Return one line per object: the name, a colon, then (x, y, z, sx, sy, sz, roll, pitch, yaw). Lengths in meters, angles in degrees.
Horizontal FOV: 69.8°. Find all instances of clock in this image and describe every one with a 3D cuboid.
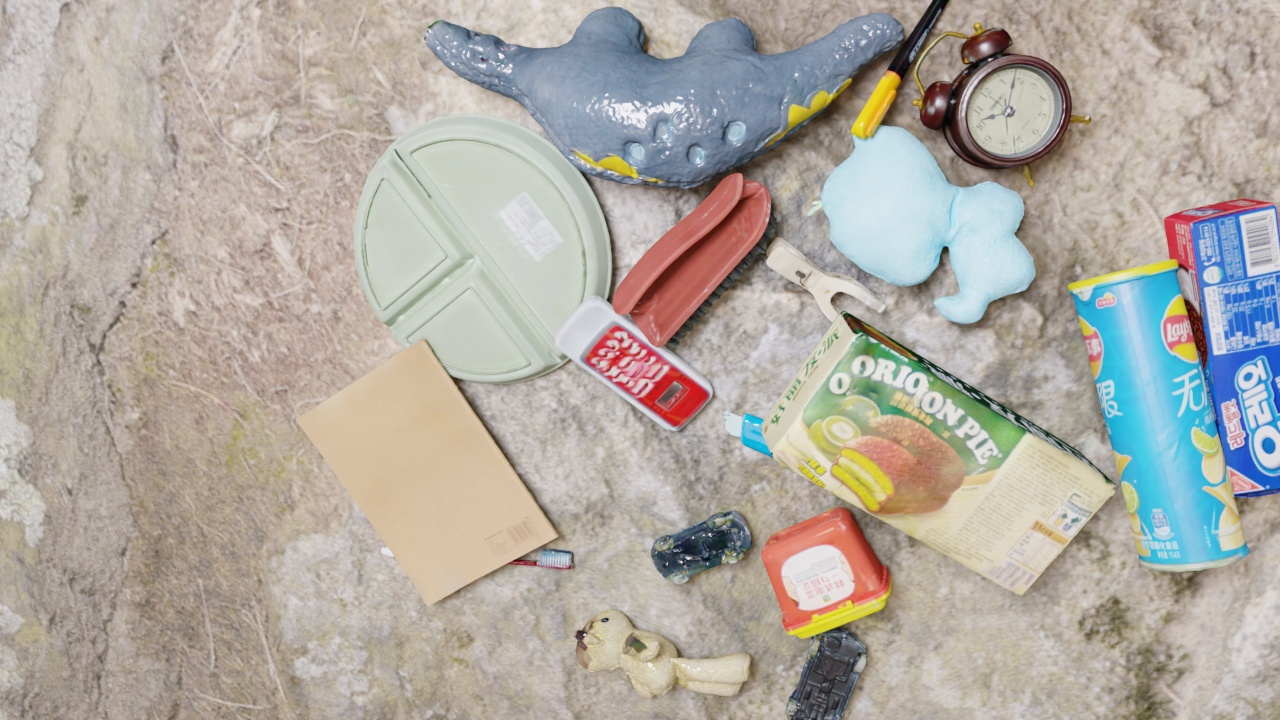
clock: (0.250, -0.184, 0.652, 0.122, 0.055, 0.082, 38, 108, -2)

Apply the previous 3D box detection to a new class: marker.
marker: (0.191, -0.215, 0.663, 0.015, 0.018, 0.124, 32, 92, 29)

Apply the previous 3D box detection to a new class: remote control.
remote control: (-0.004, 0.004, 0.750, 0.136, 0.020, 0.056, 38, 109, -18)

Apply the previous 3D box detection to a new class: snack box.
snack box: (0.428, -0.007, 0.657, 0.057, 0.058, 0.207, -12, 100, 14)
snack box: (0.220, 0.072, 0.688, 0.240, 0.063, 0.115, 29, 107, -12)
snack box: (0.149, 0.171, 0.749, 0.091, 0.082, 0.080, -26, 87, 15)

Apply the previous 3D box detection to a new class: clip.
clip: (0.141, -0.059, 0.716, 0.100, 0.070, 0.035, 32, 109, -5)

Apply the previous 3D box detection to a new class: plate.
plate: (-0.137, -0.085, 0.759, 0.230, 0.027, 0.230, 5, 111, 13)

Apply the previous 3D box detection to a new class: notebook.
notebook: (-0.189, 0.104, 0.814, 0.150, 0.012, 0.211, -30, 99, 17)

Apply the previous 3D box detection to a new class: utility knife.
utility knife: (0.142, 0.078, 0.759, 0.161, 0.018, 0.034, 22, 103, 8)

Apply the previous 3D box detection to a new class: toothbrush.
toothbrush: (-0.152, 0.178, 0.846, 0.188, 0.016, 0.017, 2, 96, 11)

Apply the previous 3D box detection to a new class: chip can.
chip can: (0.367, 0.038, 0.652, 0.071, 0.071, 0.210, -14, 88, 14)

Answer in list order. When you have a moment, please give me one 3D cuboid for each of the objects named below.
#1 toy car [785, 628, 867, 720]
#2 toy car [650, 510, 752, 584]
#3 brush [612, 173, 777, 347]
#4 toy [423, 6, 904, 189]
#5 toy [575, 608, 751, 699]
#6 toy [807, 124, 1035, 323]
toy car: (0.161, 0.277, 0.796, 0.049, 0.031, 0.106, 18, 108, 6)
toy car: (0.052, 0.158, 0.789, 0.091, 0.034, 0.043, -28, 99, 19)
brush: (0.043, -0.081, 0.707, 0.146, 0.069, 0.063, -46, 55, 17)
toy: (0.009, -0.198, 0.683, 0.356, 0.091, 0.138, 5, 92, 8)
toy: (0.020, 0.262, 0.812, 0.157, 0.066, 0.105, 12, 147, 5)
toy: (0.206, -0.103, 0.682, 0.156, 0.050, 0.161, -8, 89, 4)
